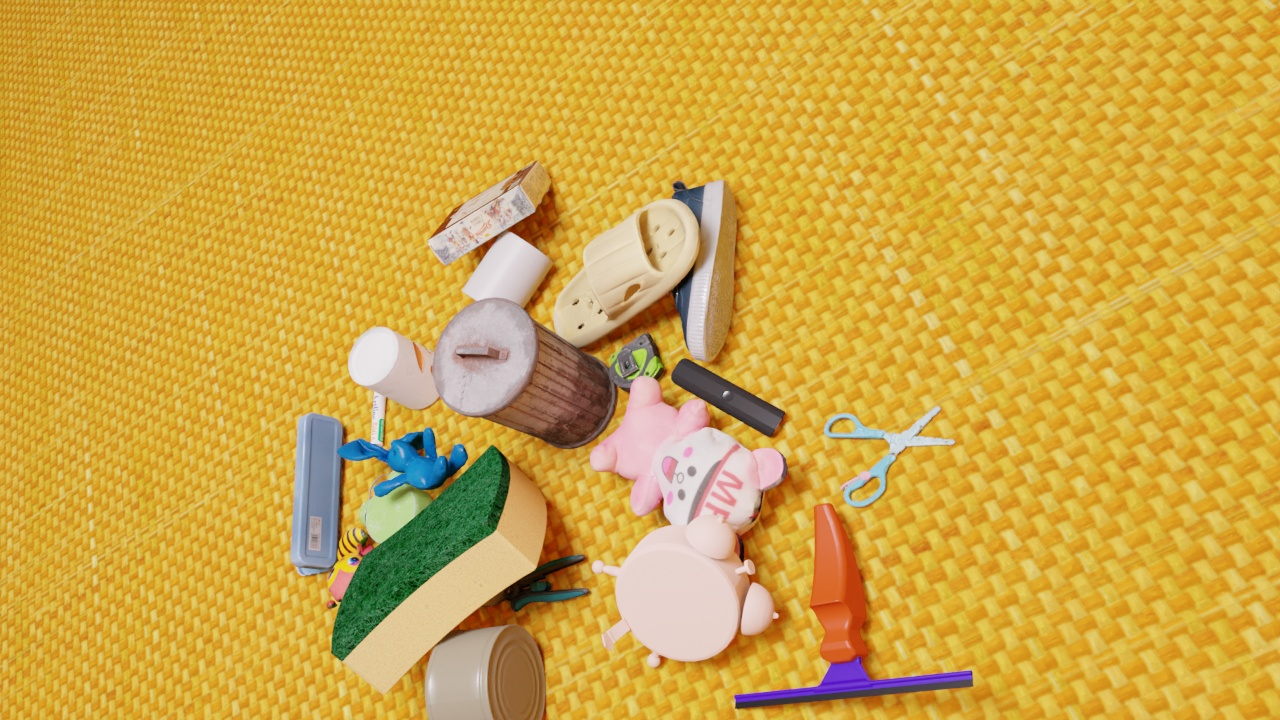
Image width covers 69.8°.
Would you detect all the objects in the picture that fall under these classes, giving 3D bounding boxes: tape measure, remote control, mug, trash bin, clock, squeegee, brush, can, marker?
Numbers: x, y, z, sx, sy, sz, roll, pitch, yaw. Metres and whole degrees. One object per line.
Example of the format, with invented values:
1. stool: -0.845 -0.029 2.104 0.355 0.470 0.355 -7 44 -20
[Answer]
1. tape measure: -0.007 0.006 1.087 0.066 0.036 0.058 -33 61 11
2. remote control: 0.097 0.040 1.034 0.147 0.015 0.033 30 86 32
3. mug: -0.179 -0.112 1.203 0.097 0.078 0.112 -57 30 -3
4. trash bin: -0.129 0.019 1.037 0.131 0.211 0.130 -9 70 24
5. clock: -0.307 0.192 1.164 0.094 0.042 0.119 -48 57 1
6. squeegee: 0.191 0.231 0.892 0.250 0.055 0.184 -22 61 37
7. mug: -0.315 0.011 1.200 0.082 0.105 0.082 -9 67 23
8. brush: -0.222 0.225 1.025 0.250 0.075 0.195 -41 18 7
9. can: -0.163 0.350 0.981 0.073 0.127 0.127 -13 65 20
10. clock: 0.041 0.237 0.919 0.161 0.086 0.131 -28 94 20
11. marker: -0.358 0.047 1.259 0.017 0.017 0.145 -12 66 22

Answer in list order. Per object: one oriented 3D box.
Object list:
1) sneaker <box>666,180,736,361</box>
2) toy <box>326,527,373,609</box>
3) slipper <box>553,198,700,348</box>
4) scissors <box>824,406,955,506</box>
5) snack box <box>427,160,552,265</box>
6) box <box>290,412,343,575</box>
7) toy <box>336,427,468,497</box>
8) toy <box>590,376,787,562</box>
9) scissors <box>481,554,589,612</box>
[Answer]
1. sneaker: 0.059 -0.109 1.071 0.087 0.089 0.235 -3 64 22
2. toy: -0.367 0.265 1.164 0.084 0.046 0.103 -32 47 38
3. slipper: -0.039 -0.102 1.068 0.262 0.079 0.111 -38 53 41
4. scissors: 0.247 0.081 0.949 0.138 0.015 0.120 -41 59 0
5. snack box: -0.196 -0.198 1.211 0.147 0.041 0.143 -27 21 15
6. box: -0.444 0.179 1.229 0.079 0.072 0.210 -20 64 34
7. toy: -0.276 0.121 1.131 0.177 0.112 0.071 8 116 37
8. toy: 0.051 0.116 0.990 0.213 0.084 0.142 30 89 34
9. scissors: -0.121 0.263 1.057 0.150 0.019 0.131 31 86 31
